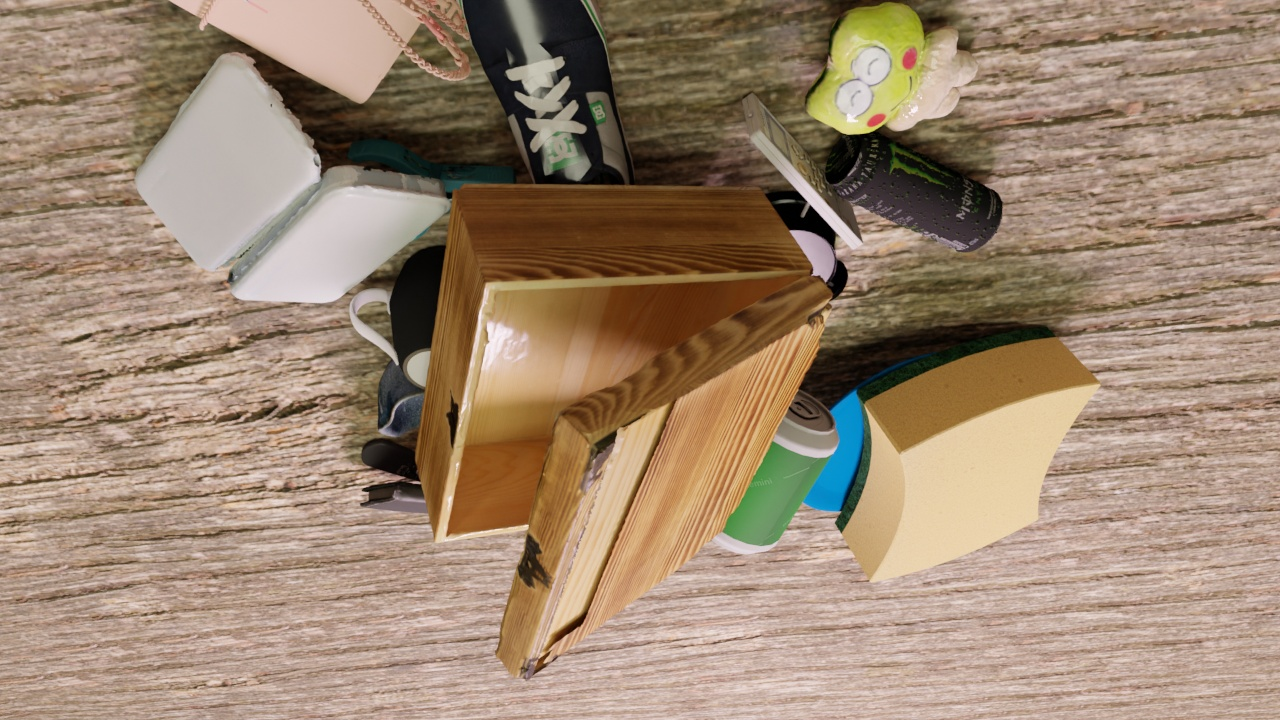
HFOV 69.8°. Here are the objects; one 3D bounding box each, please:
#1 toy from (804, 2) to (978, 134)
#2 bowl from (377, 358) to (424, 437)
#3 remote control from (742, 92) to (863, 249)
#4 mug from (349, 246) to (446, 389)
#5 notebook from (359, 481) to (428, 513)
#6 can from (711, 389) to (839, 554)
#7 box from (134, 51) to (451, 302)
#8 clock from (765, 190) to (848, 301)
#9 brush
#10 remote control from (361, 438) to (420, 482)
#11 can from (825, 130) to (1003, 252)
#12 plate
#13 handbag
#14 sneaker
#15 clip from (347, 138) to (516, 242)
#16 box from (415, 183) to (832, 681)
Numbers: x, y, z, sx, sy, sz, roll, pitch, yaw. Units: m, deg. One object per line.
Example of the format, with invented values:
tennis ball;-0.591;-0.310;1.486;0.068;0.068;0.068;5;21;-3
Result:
toy;0.172;-0.192;0.618;0.115;0.046;0.092;3;133;-18
bowl;-0.189;0.018;0.810;0.110;0.055;0.110;-30;169;-7
remote control;0.121;-0.137;0.671;0.011;0.050;0.135;-31;130;28
mug;-0.176;-0.029;0.739;0.119;0.100;0.085;1;137;-4
notebook;-0.164;0.146;0.926;0.208;0.029;0.170;13;164;-25
can;0.108;0.096;0.809;0.087;0.087;0.140;16;117;-19
box;-0.253;-0.106;0.648;0.185;0.084;0.211;29;145;-35
clock;0.118;-0.078;0.739;0.091;0.042;0.121;-15;135;11
brush;0.299;0.095;0.874;0.195;0.075;0.251;-17;139;-10
remote control;-0.231;0.113;0.959;0.124;0.009;0.047;25;131;-27
can;0.206;-0.125;0.685;0.137;0.053;0.054;19;134;-22
plate;0.245;0.067;0.895;0.224;0.024;0.225;-14;138;-14
handbag;-0.207;-0.195;0.491;0.198;0.187;0.117;26;124;-33
sneaker;-0.056;-0.169;0.608;0.084;0.078;0.235;-12;136;11
clip;-0.168;-0.134;0.682;0.121;0.033;0.119;-30;127;27
box;-0.002;0.048;0.653;0.258;0.220;0.280;-6;138;-25
